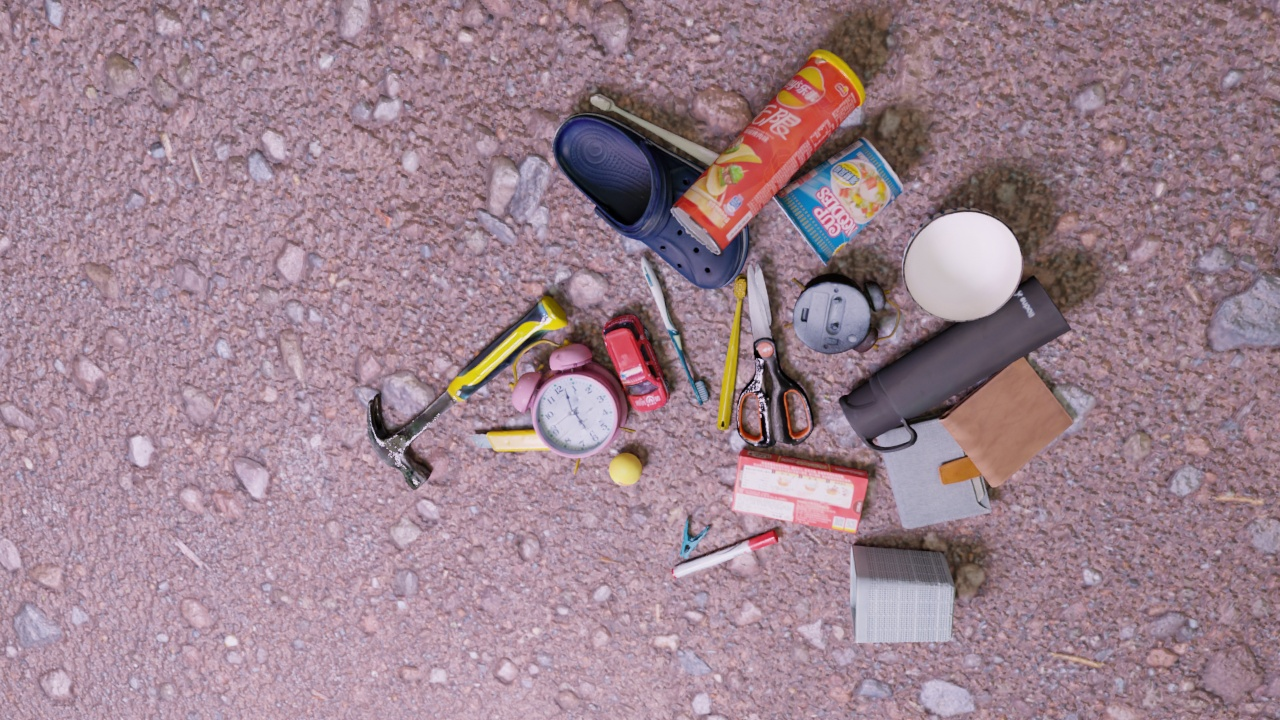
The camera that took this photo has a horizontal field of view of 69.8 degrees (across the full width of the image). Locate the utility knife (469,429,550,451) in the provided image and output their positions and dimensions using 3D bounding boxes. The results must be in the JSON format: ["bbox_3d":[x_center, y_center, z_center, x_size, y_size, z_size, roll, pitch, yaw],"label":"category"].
[{"bbox_3d":[-0.131,0.097,1.151,0.177,0.015,0.033,-3,101,14],"label":"utility knife"}]

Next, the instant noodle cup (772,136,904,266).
[{"bbox_3d":[0.206,-0.170,0.946,0.110,0.099,0.099,-38,98,14],"label":"instant noodle cup"}]

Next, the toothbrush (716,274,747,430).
[{"bbox_3d":[0.106,-0.006,1.062,0.016,0.016,0.190,9,111,8],"label":"toothbrush"}]

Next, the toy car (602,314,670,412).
[{"bbox_3d":[-0.006,0.006,1.077,0.053,0.045,0.120,-19,107,19],"label":"toy car"}]

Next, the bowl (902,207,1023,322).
[{"bbox_3d":[0.330,-0.104,0.952,0.116,0.066,0.116,4,111,11],"label":"bowl"}]

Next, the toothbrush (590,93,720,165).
[{"bbox_3d":[0.027,-0.244,0.993,0.180,0.016,0.016,28,115,1],"label":"toothbrush"}]

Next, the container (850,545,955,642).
[{"bbox_3d":[0.307,0.276,1.083,0.111,0.090,0.090,-1,109,9],"label":"container"}]

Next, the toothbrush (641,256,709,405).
[{"bbox_3d":[0.041,-0.034,1.067,0.018,0.016,0.192,-21,104,8],"label":"toothbrush"}]

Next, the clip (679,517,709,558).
[{"bbox_3d":[0.063,0.226,1.157,0.034,0.013,0.055,26,111,3],"label":"clip"}]

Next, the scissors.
[{"bbox_3d":[0.129,0.001,1.049,0.140,0.021,0.235,-26,106,22],"label":"scissors"}]

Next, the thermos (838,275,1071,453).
[{"bbox_3d":[0.338,0.013,0.986,0.243,0.068,0.090,-36,64,22],"label":"thermos"}]

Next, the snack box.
[{"bbox_3d":[0.189,0.156,1.098,0.153,0.025,0.075,9,110,9],"label":"snack box"}]

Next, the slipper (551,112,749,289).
[{"bbox_3d":[0.012,-0.176,0.982,0.253,0.095,0.105,39,115,0],"label":"slipper"}]

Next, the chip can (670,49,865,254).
[{"bbox_3d":[0.127,-0.206,0.917,0.073,0.073,0.216,42,91,-5],"label":"chip can"}]

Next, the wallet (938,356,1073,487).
[{"bbox_3d":[0.403,0.067,1.010,0.115,0.020,0.101,-39,97,3],"label":"wallet"}]

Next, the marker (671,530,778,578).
[{"bbox_3d":[0.105,0.245,1.153,0.145,0.017,0.017,-24,103,19],"label":"marker"}]

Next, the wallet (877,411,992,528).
[{"bbox_3d":[0.338,0.126,1.049,0.107,0.036,0.130,-14,106,17],"label":"wallet"}]

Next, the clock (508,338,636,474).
[{"bbox_3d":[-0.086,0.045,1.088,0.117,0.059,0.158,-36,94,8],"label":"clock"}]

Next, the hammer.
[{"bbox_3d":[-0.219,0.029,1.137,0.324,0.031,0.126,-39,99,22],"label":"hammer"}]

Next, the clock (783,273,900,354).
[{"bbox_3d":[0.221,-0.051,1.001,0.122,0.055,0.082,9,110,8],"label":"clock"}]

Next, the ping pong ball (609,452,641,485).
[{"bbox_3d":[-0.018,0.134,1.126,0.040,0.040,0.040,4,110,11],"label":"ping pong ball"}]
